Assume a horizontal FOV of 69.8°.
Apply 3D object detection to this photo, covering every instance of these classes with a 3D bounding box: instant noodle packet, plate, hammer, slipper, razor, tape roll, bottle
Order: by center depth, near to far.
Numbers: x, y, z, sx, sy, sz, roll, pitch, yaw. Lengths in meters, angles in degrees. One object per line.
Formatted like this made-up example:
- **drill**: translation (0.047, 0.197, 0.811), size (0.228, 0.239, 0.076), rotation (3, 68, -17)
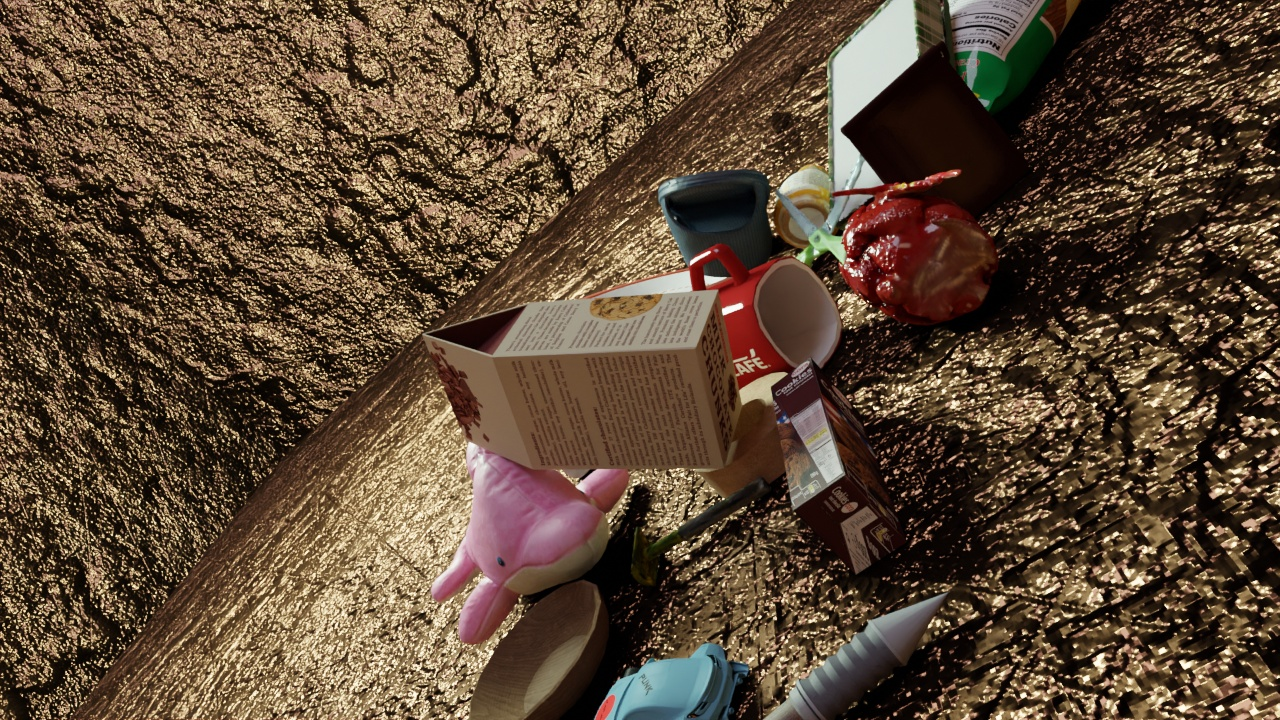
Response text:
- **hammer**: translation (0.008, 0.207, 0.403), size (0.322, 0.043, 0.156), rotation (-41, 16, 2)
- **bottle**: translation (0.174, -0.075, 0.589), size (0.099, 0.099, 0.111), rotation (-39, 10, 17)
- **razor**: translation (0.040, 0.107, 0.604), size (0.106, 0.026, 0.042), rotation (-34, 16, 18)
- **tape roll**: translation (0.078, 0.051, 0.636), size (0.094, 0.027, 0.094), rotation (-40, 16, 14)
- **instant noodle packet**: translation (0.295, -0.281, 0.833), size (0.252, 0.090, 0.196), rotation (-54, 19, -14)
- **bottle**: translation (0.163, -0.154, 0.884), size (0.063, 0.063, 0.108), rotation (-34, 19, 30)
- **slipper**: translation (0.079, -0.117, 0.888), size (0.101, 0.082, 0.263), rotation (-2, -5, 12)
- **plate**: translation (0.015, -0.065, 0.955), size (0.230, 0.021, 0.229), rotation (-14, 12, 3)

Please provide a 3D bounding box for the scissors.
- **scissors**: translation (0.148, -0.099, 0.754), size (0.171, 0.021, 0.172), rotation (-120, 41, -50)

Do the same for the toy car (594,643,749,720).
- **toy car**: translation (0.005, 0.181, 0.486), size (0.108, 0.027, 0.060), rotation (-31, 21, 39)

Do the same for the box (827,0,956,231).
- **box**: translation (0.211, -0.208, 0.770), size (0.118, 0.050, 0.205), rotation (-38, 41, 50)

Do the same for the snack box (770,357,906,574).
- **snack box**: translation (0.107, 0.053, 0.517), size (0.032, 0.051, 0.140), rotation (-39, 17, 18)

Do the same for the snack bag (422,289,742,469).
- **snack bag**: translation (-0.045, 0.016, 0.629), size (0.207, 0.094, 0.069), rotation (-3, 33, 20)

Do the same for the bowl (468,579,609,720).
- **bowl**: translation (-0.059, 0.198, 0.594), size (0.118, 0.030, 0.117), rotation (-40, 16, 14)

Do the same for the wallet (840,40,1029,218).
- **wallet**: translation (0.215, -0.155, 0.665), size (0.091, 0.115, 0.018), rotation (-41, 15, 8)

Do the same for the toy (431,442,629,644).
- **toy**: translation (-0.104, 0.120, 0.732), size (0.186, 0.128, 0.266), rotation (-42, 5, -25)

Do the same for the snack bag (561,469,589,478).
- **snack bag**: translation (-0.074, 0.063, 0.961), size (0.077, 0.041, 0.225), rotation (-45, 14, -6)

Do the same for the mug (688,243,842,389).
- **mug**: translation (0.078, -0.035, 0.695), size (0.080, 0.116, 0.097), rotation (-48, 16, -33)
